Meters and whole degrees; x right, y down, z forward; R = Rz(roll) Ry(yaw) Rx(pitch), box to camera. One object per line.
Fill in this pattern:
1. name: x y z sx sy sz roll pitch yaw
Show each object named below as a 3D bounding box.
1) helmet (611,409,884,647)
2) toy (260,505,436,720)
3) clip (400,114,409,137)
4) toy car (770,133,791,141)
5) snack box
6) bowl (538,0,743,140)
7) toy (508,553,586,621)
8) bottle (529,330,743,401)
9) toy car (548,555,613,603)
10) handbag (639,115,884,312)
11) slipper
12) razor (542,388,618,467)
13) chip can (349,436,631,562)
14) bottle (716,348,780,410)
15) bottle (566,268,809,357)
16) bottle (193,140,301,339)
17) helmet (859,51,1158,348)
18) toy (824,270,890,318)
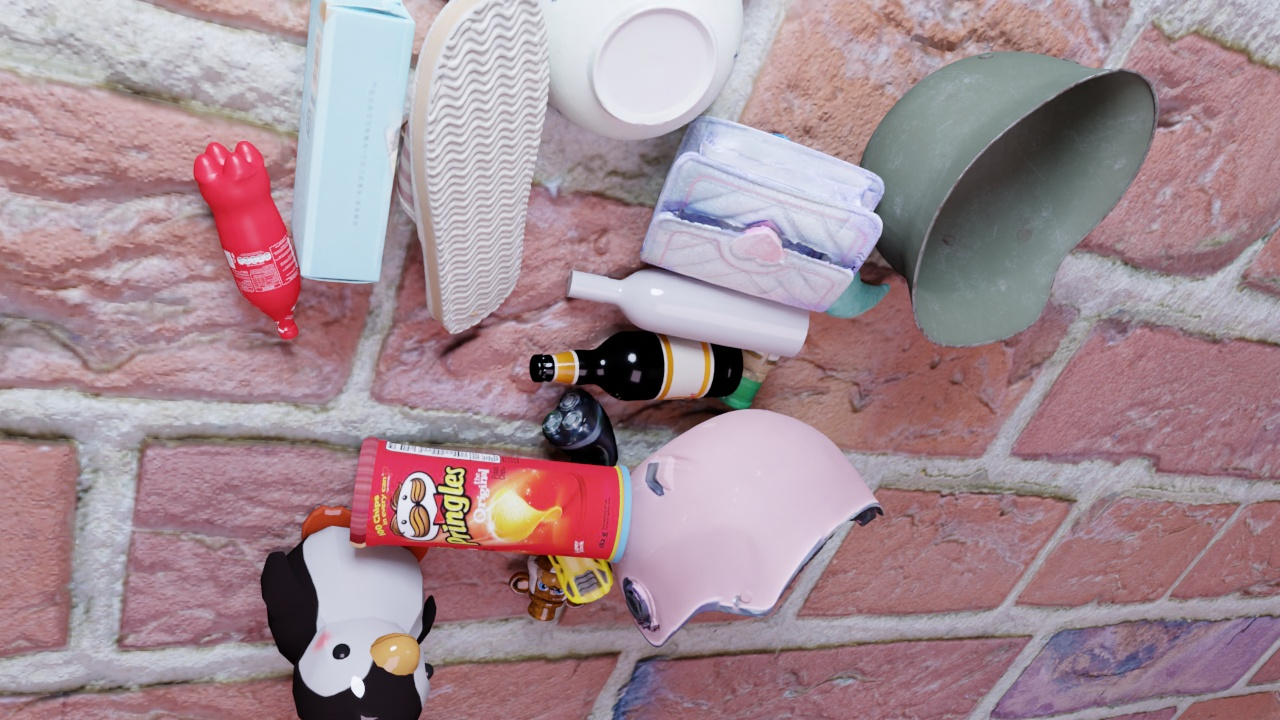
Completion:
1. helmet: 0.069 0.135 0.815 0.229 0.152 0.256 -31 177 -30
2. toy: -0.237 0.237 0.746 0.159 0.184 0.140 30 107 -39
3. clip: -0.135 -0.166 0.612 0.026 0.050 0.060 45 55 -40
4. toy car: 0.108 -0.130 0.736 0.043 0.056 0.120 -63 144 -35
5. snack box: -0.182 -0.141 0.570 0.053 0.075 0.175 2 122 -28
6. bowl: 0.001 -0.206 0.595 0.153 0.072 0.154 -12 138 -11
7. toy: -0.079 0.197 0.875 0.087 0.067 0.113 17 104 -9
8. bottle: -0.005 0.005 0.773 0.181 0.059 0.059 -1 124 -25
9. toy car: -0.062 0.166 0.816 0.049 0.030 0.107 -25 101 1
10. handbag: 0.088 -0.098 0.690 0.158 0.069 0.127 17 139 -6
11. slipper: -0.113 -0.125 0.605 0.114 0.052 0.264 -41 157 -36
12. razor: -0.052 0.090 0.819 0.063 0.053 0.141 -7 128 -6
13. chip can: -0.120 0.116 0.745 0.213 0.087 0.087 7 121 -12
14. bottle: 0.106 -0.010 0.830 0.043 0.043 0.111 14 115 -33
15. bottle: 0.037 -0.044 0.748 0.195 0.052 0.053 10 119 -14
16. bottle: -0.252 -0.074 0.605 0.042 0.042 0.142 -16 129 -15
17. helmet: 0.277 -0.152 0.733 0.267 0.153 0.227 -22 136 -17
18. toy: 0.189 -0.080 0.827 0.085 0.033 0.105 -33 132 -16
